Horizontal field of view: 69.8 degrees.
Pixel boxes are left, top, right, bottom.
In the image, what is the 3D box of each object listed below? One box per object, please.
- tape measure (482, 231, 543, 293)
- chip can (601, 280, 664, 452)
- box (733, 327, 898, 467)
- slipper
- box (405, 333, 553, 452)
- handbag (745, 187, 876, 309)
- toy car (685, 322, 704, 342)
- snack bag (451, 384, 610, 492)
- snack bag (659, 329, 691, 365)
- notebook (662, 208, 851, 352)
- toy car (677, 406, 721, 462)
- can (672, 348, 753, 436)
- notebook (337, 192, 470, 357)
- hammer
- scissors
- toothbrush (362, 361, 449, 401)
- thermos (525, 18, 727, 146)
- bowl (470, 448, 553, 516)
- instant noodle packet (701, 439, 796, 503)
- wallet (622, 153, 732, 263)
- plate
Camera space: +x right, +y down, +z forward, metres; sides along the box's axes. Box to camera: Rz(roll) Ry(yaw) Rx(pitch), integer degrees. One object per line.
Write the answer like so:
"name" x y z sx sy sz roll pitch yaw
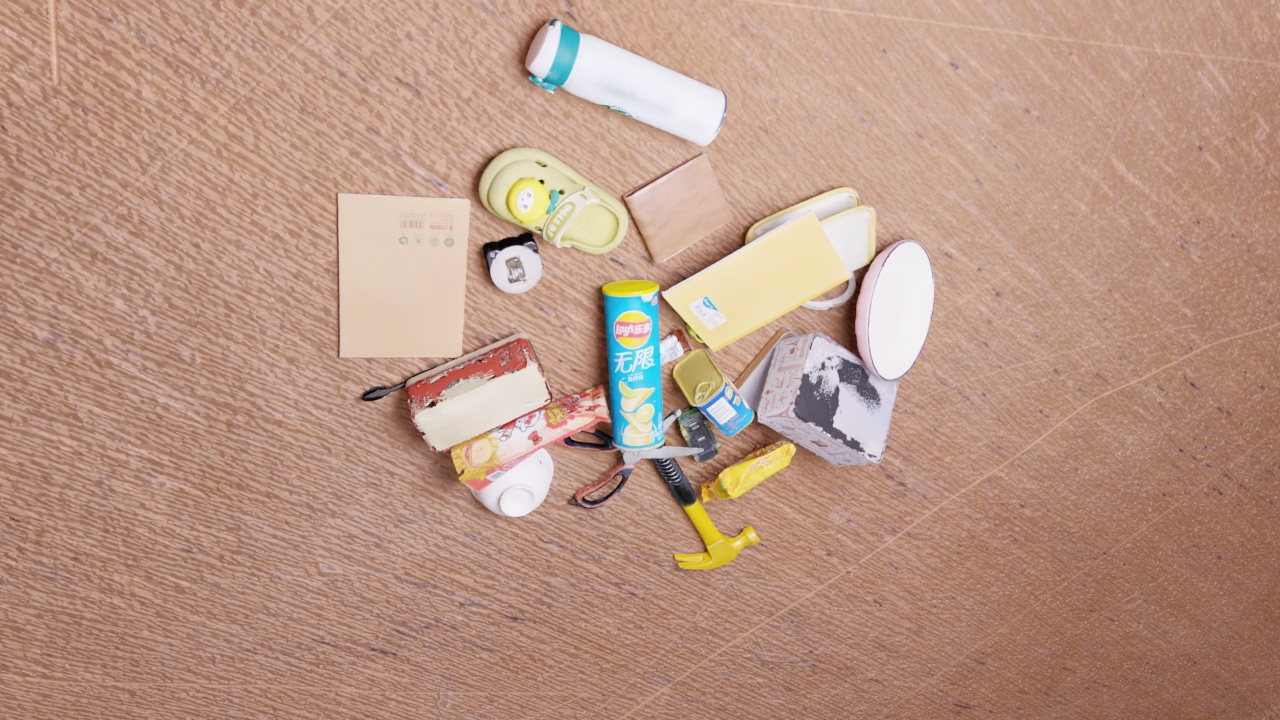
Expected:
"tape measure" -0.151 -0.115 1.103 0.065 0.033 0.066 -17 122 -6
"chip can" -0.007 0.007 1.170 0.071 0.071 0.210 -8 108 -14
"box" 0.234 0.052 1.294 0.182 0.167 0.150 30 66 -26
"slipper" -0.091 -0.176 1.060 0.190 0.081 0.092 22 108 -30
"box" -0.199 0.045 1.145 0.168 0.078 0.091 -24 136 -5
"handbag" 0.226 -0.129 1.208 0.163 0.063 0.179 -23 138 -3
"toy car" 0.104 -0.069 1.212 0.048 0.032 0.105 26 107 -28
"snack bag" -0.136 0.095 1.181 0.208 0.128 0.073 -26 104 2
"snack bag" 0.015 -0.006 1.223 0.104 0.026 0.048 -29 130 0
"notebook" 0.149 -0.095 1.152 0.207 0.010 0.146 -29 139 16
"toy car" 0.082 0.106 1.304 0.043 0.036 0.091 -27 123 -2
"can" 0.099 0.044 1.235 0.057 0.102 0.083 -40 125 7
"notebook" -0.281 -0.096 1.088 0.147 0.008 0.208 0 119 -17
"hammer" 0.070 0.207 1.361 0.129 0.033 0.301 -30 124 0
"scissors" -0.026 0.135 1.273 0.225 0.015 0.189 7 121 -4
"toothbrush" -0.260 0.014 1.158 0.189 0.016 0.014 -21 114 -8
"thermos" -0.016 -0.304 1.016 0.224 0.073 0.073 15 113 -24
"bowl" -0.171 0.172 1.246 0.118 0.064 0.118 -8 120 -14
"instant noodle packet" 0.150 0.159 1.310 0.128 0.111 0.044 -30 83 -18
"wallet" 0.048 -0.187 1.134 0.115 0.020 0.101 -29 123 -3
"plate" 0.339 -0.069 1.242 0.192 0.039 0.192 -15 111 -46
